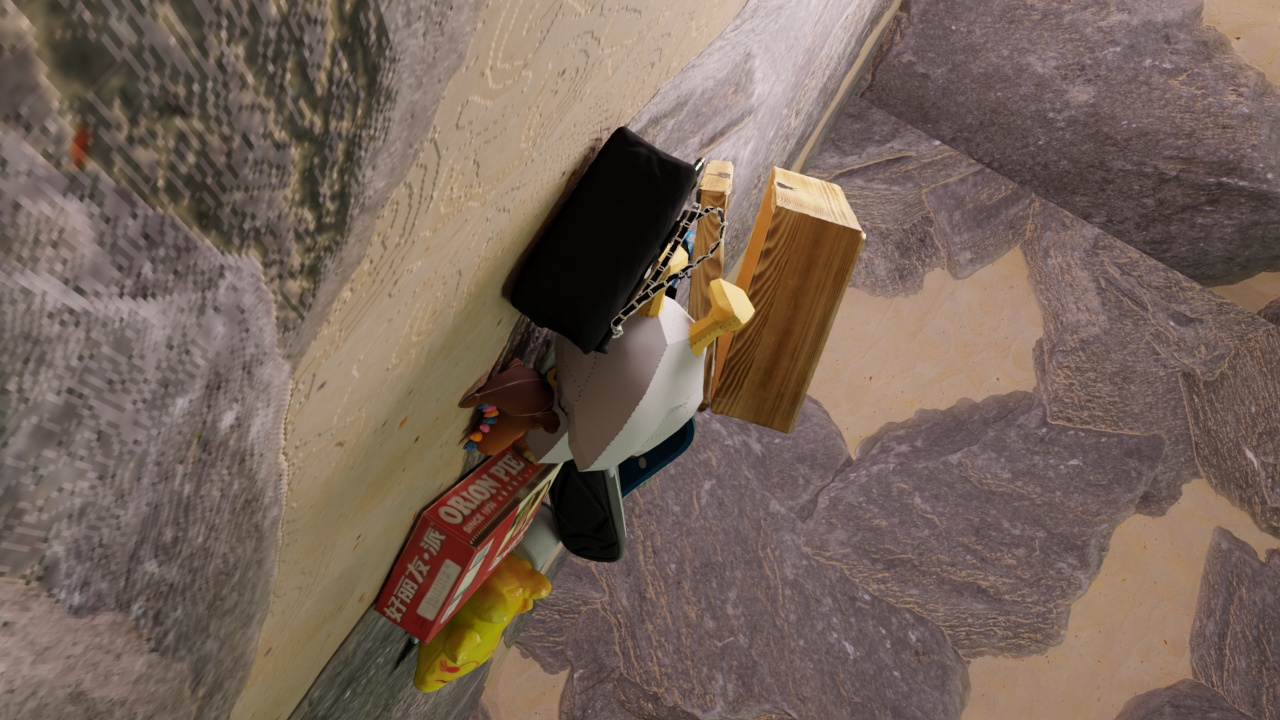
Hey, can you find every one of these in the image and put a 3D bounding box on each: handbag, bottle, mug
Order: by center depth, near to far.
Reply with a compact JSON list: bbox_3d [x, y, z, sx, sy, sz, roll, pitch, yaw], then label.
[{"bbox_3d":[-0.009,-0.072,0.686,0.153,0.115,0.125,-62,176,-9],"label":"handbag"},{"bbox_3d":[0.044,-0.188,0.984,0.105,0.025,0.025,-55,173,-36],"label":"bottle"},{"bbox_3d":[-0.149,0.213,1.170,0.070,0.084,0.113,-51,141,-41],"label":"mug"}]

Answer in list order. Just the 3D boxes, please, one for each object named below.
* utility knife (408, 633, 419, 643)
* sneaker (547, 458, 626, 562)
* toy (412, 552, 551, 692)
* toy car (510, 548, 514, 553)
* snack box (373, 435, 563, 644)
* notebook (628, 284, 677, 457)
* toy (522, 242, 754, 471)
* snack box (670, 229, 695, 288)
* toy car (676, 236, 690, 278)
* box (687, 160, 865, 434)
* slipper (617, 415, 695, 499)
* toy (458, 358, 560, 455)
[{"bbox_3d":[-0.214,0.241,1.038,0.168,0.015,0.022,-61,-179,-8],"label":"utility knife"},{"bbox_3d":[-0.053,0.125,1.152,0.160,0.093,0.257,-67,155,-46],"label":"sneaker"},{"bbox_3d":[-0.199,0.303,1.073,0.134,0.087,0.194,-28,159,-52],"label":"toy"},{"bbox_3d":[-0.182,0.238,1.119,0.047,0.047,0.112,-59,175,-33],"label":"toy car"},{"bbox_3d":[-0.156,0.162,0.886,0.113,0.060,0.236,-61,174,18],"label":"snack box"},{"bbox_3d":[-0.006,0.006,1.042,0.141,0.008,0.209,21,83,-70],"label":"notebook"},{"bbox_3d":[-0.025,0.018,0.826,0.268,0.141,0.246,-48,-165,24],"label":"toy"},{"bbox_3d":[0.040,-0.114,1.318,0.150,0.027,0.082,-60,173,1],"label":"snack box"},{"bbox_3d":[0.029,-0.121,1.054,0.120,0.056,0.043,92,-13,-77],"label":"toy car"},{"bbox_3d":[0.125,-0.082,1.049,0.278,0.176,0.248,-74,179,-69],"label":"box"},{"bbox_3d":[-0.017,0.123,1.214,0.060,0.118,0.296,1,155,-41],"label":"slipper"},{"bbox_3d":[-0.120,0.045,0.745,0.102,0.070,0.090,-7,145,-54],"label":"toy"}]
